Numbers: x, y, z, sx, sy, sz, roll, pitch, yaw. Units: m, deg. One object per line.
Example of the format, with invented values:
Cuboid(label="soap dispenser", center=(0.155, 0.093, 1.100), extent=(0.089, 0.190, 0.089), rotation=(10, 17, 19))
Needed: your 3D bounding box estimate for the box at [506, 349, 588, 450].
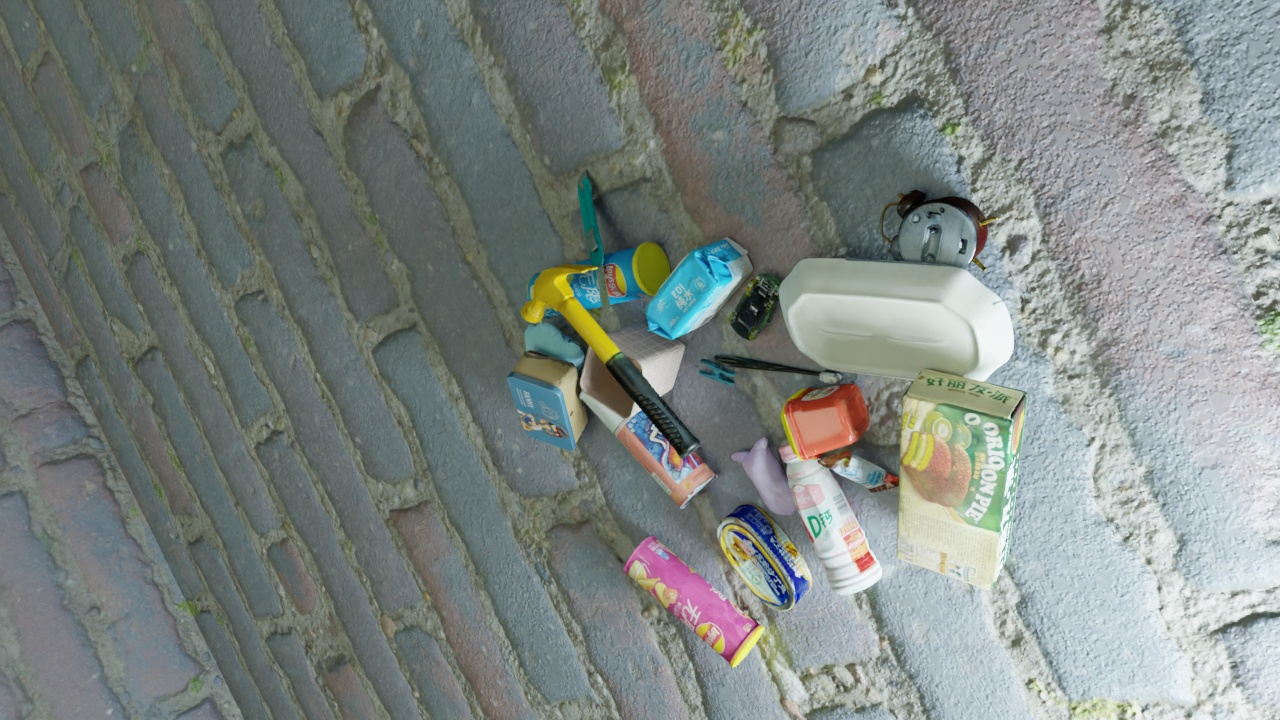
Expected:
Cuboid(label="box", center=(-0.131, 0.055, 1.322), extent=(0.090, 0.061, 0.184), rotation=(16, 150, 18))

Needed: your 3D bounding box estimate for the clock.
Cuboid(label="clock", center=(0.308, -0.135, 0.967), extent=(0.122, 0.055, 0.082), rotation=(20, 120, 32))

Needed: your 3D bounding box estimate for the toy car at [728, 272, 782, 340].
Cuboid(label="toy car", center=(0.145, -0.066, 1.132), extent=(0.043, 0.036, 0.091), rotation=(41, 127, 17))

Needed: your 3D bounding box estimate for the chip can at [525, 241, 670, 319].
Cuboid(label="chip can", center=(-0.062, -0.107, 1.255), extent=(0.211, 0.071, 0.071), rotation=(-9, 102, 40))

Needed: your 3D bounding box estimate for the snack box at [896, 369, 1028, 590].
Cuboid(label="snack box", center=(0.347, 0.132, 1.004), extent=(0.115, 0.063, 0.240), rotation=(15, 128, 33))

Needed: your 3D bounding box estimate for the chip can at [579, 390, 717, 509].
Cuboid(label="chip can", center=(0.010, 0.106, 1.283), extent=(0.214, 0.071, 0.071), rotation=(47, 129, 13))

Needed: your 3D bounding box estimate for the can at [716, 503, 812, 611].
Cuboid(label="can", center=(0.166, 0.265, 1.238), extent=(0.148, 0.049, 0.075), rotation=(53, 130, 9))

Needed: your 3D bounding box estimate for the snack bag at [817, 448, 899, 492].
Cuboid(label="snack bag", center=(0.262, 0.132, 1.097), extent=(0.048, 0.104, 0.026), rotation=(-28, 47, 41))

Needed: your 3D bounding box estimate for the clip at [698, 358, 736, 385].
Cuboid(label="clip", center=(0.101, 0.016, 1.215), extent=(0.056, 0.014, 0.042), rotation=(25, 121, 30))

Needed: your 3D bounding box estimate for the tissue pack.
Cuboid(label="tissue pack", center=(0.070, -0.090, 1.146), extent=(0.063, 0.089, 0.140), rotation=(50, 130, 12))

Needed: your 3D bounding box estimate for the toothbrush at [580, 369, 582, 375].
Cuboid(label="toothbrush", center=(-0.029, 0.086, 1.340), extent=(0.020, 0.029, 0.189), rotation=(-38, 78, -2))

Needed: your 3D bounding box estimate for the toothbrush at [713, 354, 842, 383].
Cuboid(label="toothbrush", center=(0.168, 0.010, 1.159), extent=(0.181, 0.018, 0.016), rotation=(10, 116, 37))

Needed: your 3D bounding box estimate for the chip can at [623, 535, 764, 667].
Cuboid(label="chip can", center=(0.074, 0.345, 1.326), extent=(0.210, 0.071, 0.072), rotation=(37, 126, 21))

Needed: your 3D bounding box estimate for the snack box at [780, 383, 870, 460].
Cuboid(label="snack box", center=(0.223, 0.071, 1.093), extent=(0.080, 0.091, 0.082), rotation=(-16, 96, 34))

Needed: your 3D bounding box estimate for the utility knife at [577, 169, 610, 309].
Cuboid(label="utility knife", center=(-0.062, -0.160, 1.212), extent=(0.029, 0.013, 0.215), rotation=(-37, 56, 42))

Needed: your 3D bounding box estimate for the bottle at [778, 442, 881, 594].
Cuboid(label="bottle", center=(0.231, 0.191, 1.149), extent=(0.068, 0.068, 0.197), rotation=(-28, 86, 41))

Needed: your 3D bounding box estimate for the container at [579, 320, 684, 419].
Cuboid(label="container", center=(-0.007, 0.007, 1.231), extent=(0.090, 0.110, 0.090), rotation=(31, 124, 25))

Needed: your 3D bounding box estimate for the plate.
Cuboid(label="plate", center=(0.268, -0.035, 1.011), extent=(0.266, 0.034, 0.162), rotation=(9, 135, 36))

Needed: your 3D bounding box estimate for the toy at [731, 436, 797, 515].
Cuboid(label="toy", center=(0.167, 0.157, 1.202), extent=(0.108, 0.038, 0.084), rotation=(56, 148, 2))

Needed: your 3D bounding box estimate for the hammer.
Cuboid(label="hammer", center=(-0.032, -0.001, 1.151), extent=(0.300, 0.032, 0.129), rotation=(50, 130, 13))

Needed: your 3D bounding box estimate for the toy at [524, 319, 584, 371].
Cuboid(label="toy", center=(-0.129, -0.001, 1.345), extent=(0.162, 0.049, 0.156), rotation=(4, 134, 45))
